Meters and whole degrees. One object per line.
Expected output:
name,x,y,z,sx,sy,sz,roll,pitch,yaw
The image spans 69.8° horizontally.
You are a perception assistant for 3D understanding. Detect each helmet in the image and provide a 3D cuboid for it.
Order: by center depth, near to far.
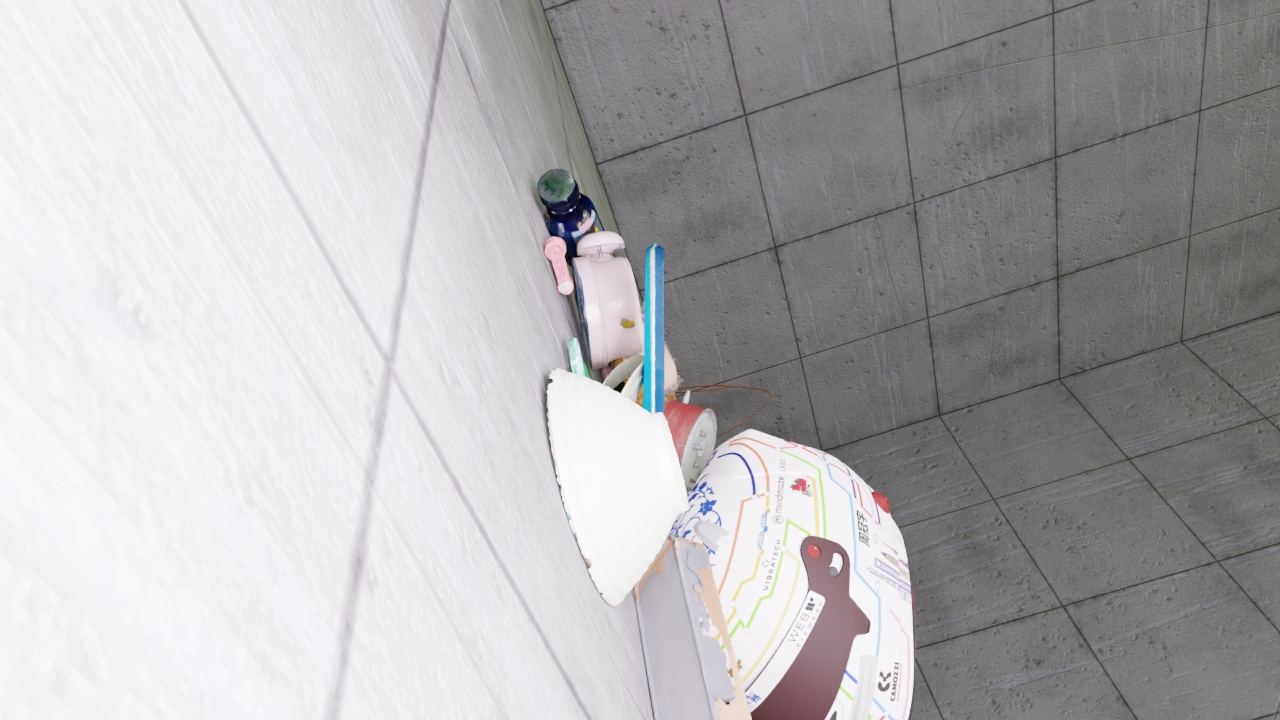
helmet,0.131,0.227,0.908,0.232,0.236,0.313,120,-17,-50

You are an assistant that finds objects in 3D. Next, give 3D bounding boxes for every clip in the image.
clip,-0.079,-0.092,0.904,0.039,0.022,0.059,-110,-177,-63

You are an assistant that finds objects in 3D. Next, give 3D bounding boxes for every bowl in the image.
bowl,-0.008,0.082,0.669,0.177,0.071,0.177,-14,89,-85

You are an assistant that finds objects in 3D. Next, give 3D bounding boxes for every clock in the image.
clock,-0.037,-0.067,0.955,0.117,0.059,0.157,89,-10,-57
clock,0.046,0.122,1.099,0.156,0.062,0.110,-59,152,-34

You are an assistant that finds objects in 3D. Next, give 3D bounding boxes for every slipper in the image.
slipper,-0.008,0.046,0.795,0.118,0.060,0.295,-125,-143,-85

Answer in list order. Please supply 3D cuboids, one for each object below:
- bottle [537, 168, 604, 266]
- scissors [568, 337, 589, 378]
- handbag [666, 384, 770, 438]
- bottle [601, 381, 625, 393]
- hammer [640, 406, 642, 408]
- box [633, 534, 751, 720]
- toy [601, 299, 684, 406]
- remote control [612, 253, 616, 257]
bottle,-0.073,-0.151,1.000,0.161,0.056,0.056,63,10,-68
scissors,-0.049,0.032,0.787,0.131,0.013,0.078,-100,177,-52
handbag,0.085,0.073,1.252,0.043,0.196,0.093,82,-6,-74
bottle,-0.031,0.038,0.914,0.123,0.033,0.033,-57,129,-85
hammer,0.036,0.190,1.207,0.140,0.036,0.326,-89,162,-75
box,0.053,0.253,0.702,0.216,0.094,0.121,-103,-144,-55
toy,-0.006,0.006,1.079,0.133,0.076,0.175,62,16,-7
remote control,-0.049,-0.087,1.113,0.045,0.021,0.140,65,25,-24
